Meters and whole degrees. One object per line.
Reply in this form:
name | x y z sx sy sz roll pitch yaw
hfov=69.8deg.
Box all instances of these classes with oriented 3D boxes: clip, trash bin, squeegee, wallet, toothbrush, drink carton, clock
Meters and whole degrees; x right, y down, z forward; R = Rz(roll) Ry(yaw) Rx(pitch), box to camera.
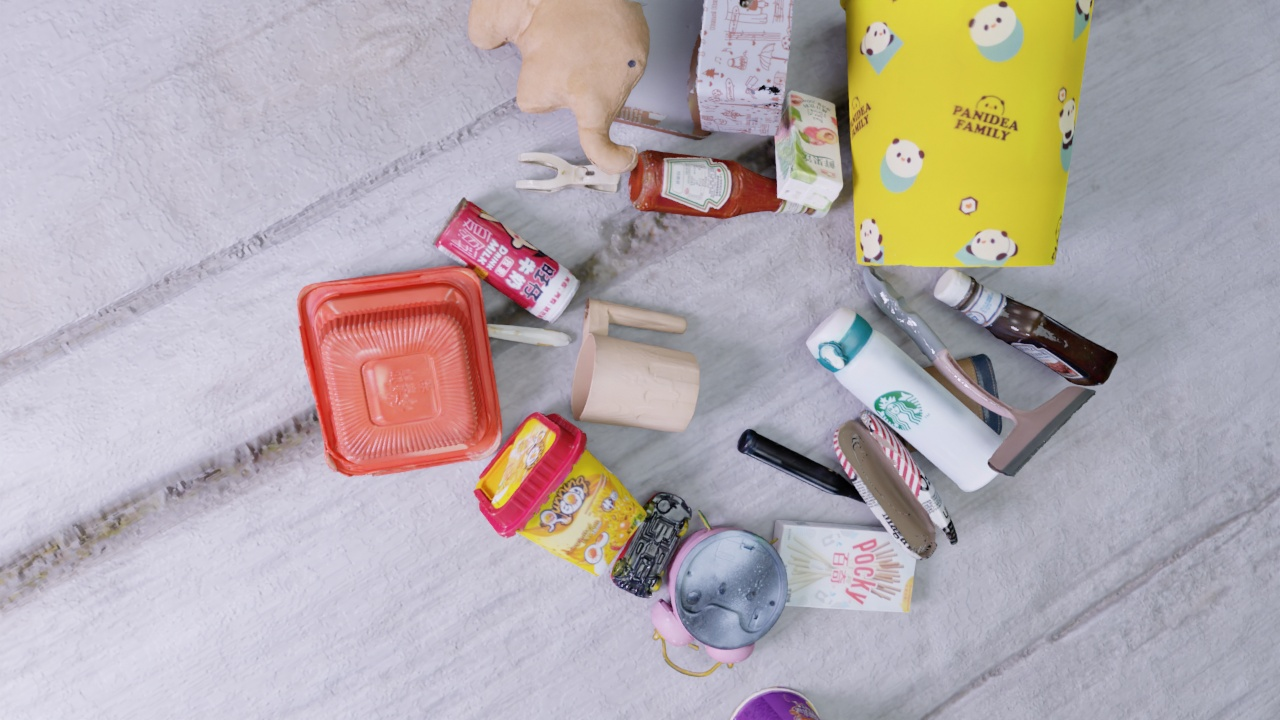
clip | -0.069 -0.175 0.870 0.097 0.061 0.034 3 90 -4
trash bin | 0.303 -0.219 0.870 0.229 0.230 0.255 -2 98 -14
squeegee | 0.311 -0.005 0.926 0.246 0.040 0.249 -23 61 -45
wallet | 0.325 0.047 0.978 0.115 0.033 0.090 -11 92 -12
toothbrush | -0.159 -0.030 0.865 0.191 0.018 0.016 7 94 -16
drink carton | 0.161 -0.202 0.891 0.053 0.046 0.122 14 52 -13
toothbrush | 0.195 0.126 0.953 0.212 0.026 0.027 27 120 -15
clock | 0.074 0.238 0.911 0.117 0.060 0.158 23 85 -15

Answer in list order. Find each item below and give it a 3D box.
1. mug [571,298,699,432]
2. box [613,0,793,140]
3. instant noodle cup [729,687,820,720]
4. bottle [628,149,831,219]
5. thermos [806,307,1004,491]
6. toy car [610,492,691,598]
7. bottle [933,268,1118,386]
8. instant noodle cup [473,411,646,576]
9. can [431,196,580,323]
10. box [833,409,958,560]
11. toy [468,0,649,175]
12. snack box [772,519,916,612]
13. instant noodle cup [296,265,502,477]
mug | -0.005 0.005 0.878 0.103 0.084 0.124 10 64 -16
box | 0.043 -0.313 0.847 0.192 0.156 0.183 6 88 5
instant noodle cup | 0.152 0.399 0.916 0.111 0.099 0.111 -1 92 -16
bottle | 0.091 -0.166 0.898 0.205 0.060 0.060 2 92 -20
thermos | 0.264 0.037 0.918 0.224 0.073 0.073 40 83 -4
toy car | 0.011 0.180 0.906 0.049 0.031 0.106 27 87 -14
bottle | 0.402 -0.036 0.969 0.195 0.080 0.044 28 88 -6
instant noodle cup | -0.071 0.127 0.849 0.123 0.116 0.116 41 82 -23
can | -0.123 -0.091 0.850 0.132 0.053 0.053 35 84 -13
box | 0.256 0.132 0.948 0.081 0.074 0.163 -38 90 17
toy | -0.055 -0.274 0.811 0.144 0.082 0.226 -39 75 16
snack box | 0.212 0.215 0.960 0.156 0.027 0.084 6 91 -13
instant noodle cup | -0.211 0.018 0.813 0.164 0.079 0.189 -10 107 -10
